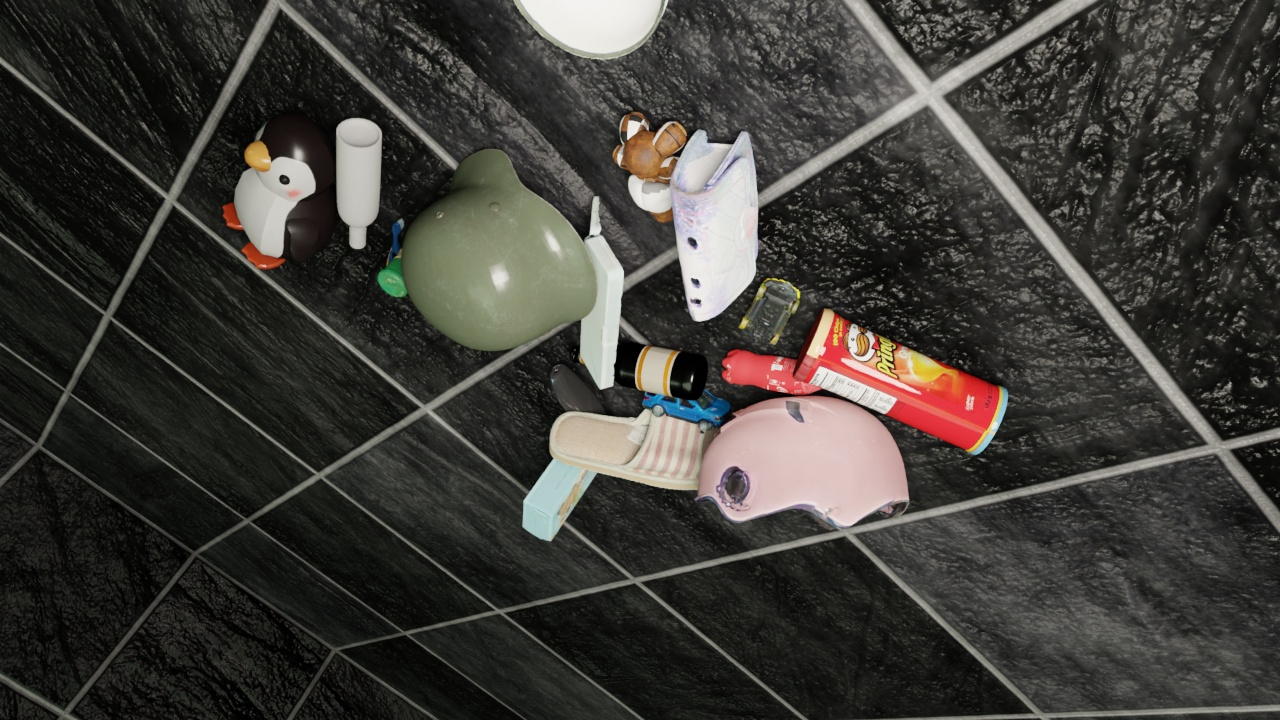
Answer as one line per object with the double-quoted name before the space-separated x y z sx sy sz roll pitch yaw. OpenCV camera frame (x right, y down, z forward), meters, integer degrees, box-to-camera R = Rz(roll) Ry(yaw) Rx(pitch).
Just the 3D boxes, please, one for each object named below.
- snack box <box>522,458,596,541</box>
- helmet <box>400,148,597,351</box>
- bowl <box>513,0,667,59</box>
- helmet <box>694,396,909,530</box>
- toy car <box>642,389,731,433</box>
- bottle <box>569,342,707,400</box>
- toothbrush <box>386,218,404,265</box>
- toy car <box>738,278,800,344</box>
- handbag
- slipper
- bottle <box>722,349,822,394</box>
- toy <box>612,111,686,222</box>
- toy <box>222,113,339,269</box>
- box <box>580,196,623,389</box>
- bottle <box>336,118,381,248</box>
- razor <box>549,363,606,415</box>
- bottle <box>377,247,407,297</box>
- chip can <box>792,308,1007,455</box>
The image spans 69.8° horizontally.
"snack box" -0.108 0.173 1.344 0.053 0.174 0.075 27 142 12
"helmet" -0.174 -0.100 1.034 0.268 0.153 0.227 11 132 42
"bowl" -0.038 -0.347 0.792 0.153 0.072 0.154 17 140 14
"helmet" 0.184 0.119 1.092 0.256 0.152 0.229 -6 175 43
"toy car" 0.061 0.056 1.203 0.120 0.056 0.044 17 119 23
"bottle" -0.007 0.007 1.185 0.182 0.059 0.059 11 139 21
"toothbrush" -0.334 -0.148 1.248 0.021 0.017 0.135 32 145 1
"toy car" 0.148 -0.057 1.041 0.049 0.030 0.107 28 144 3
"handbag" 0.077 -0.135 0.918 0.069 0.126 0.159 9 137 19
"slipper" 0.006 0.107 1.234 0.263 0.114 0.052 6 144 6
"bottle" 0.169 0.017 1.103 0.142 0.041 0.042 10 139 22
"toy" 0.015 -0.193 0.948 0.087 0.067 0.113 23 160 31
"toy" -0.430 -0.226 1.152 0.159 0.139 0.185 53 137 21
"box" -0.052 -0.074 1.066 0.044 0.136 0.198 -6 141 -12
"bottle" -0.355 -0.213 1.155 0.052 0.052 0.196 27 142 2
"razor" -0.093 0.064 1.309 0.064 0.052 0.140 -8 128 32
"bottle" -0.285 -0.129 1.159 0.043 0.110 0.043 18 141 15
"chip can" 0.282 0.023 1.006 0.213 0.086 0.087 24 142 4
